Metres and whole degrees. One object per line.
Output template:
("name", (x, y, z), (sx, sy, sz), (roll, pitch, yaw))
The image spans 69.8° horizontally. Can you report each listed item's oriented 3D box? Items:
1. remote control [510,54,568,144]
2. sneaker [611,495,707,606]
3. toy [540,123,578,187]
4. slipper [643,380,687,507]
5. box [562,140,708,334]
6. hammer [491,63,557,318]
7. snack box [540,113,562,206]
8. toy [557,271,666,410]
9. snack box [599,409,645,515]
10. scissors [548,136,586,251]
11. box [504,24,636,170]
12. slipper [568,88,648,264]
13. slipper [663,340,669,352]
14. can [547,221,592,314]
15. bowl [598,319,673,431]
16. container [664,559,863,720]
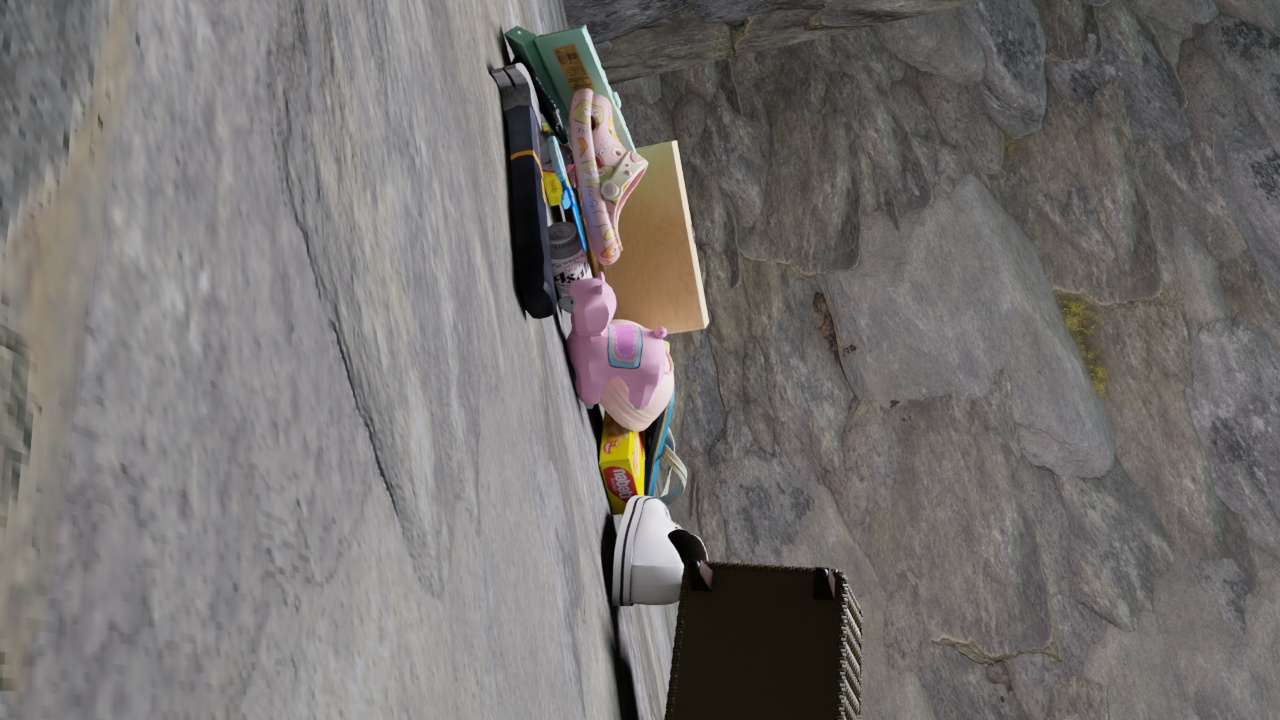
("remote control", (-0.114, -0.289, 1.017), (0.140, 0.021, 0.045), (58, -6, 43))
("sneaker", (0.029, 0.214, 1.047), (0.245, 0.097, 0.091), (-24, 115, -84))
("toy", (-0.111, -0.244, 1.069), (0.102, 0.050, 0.065), (49, -1, -37))
("slipper", (0.031, 0.140, 1.321), (0.118, 0.060, 0.296), (-100, -163, -52))
("box", (-0.031, -0.157, 1.260), (0.253, 0.118, 0.248), (3, -72, 49))
("hammer", (-0.104, -0.161, 0.863), (0.139, 0.035, 0.311), (73, 5, -51))
("snack box", (-0.119, -0.272, 1.219), (0.148, 0.025, 0.061), (-100, 178, -47))
("toy", (-0.032, -0.022, 1.033), (0.067, 0.123, 0.158), (-99, -168, -57))
("snack box", (-0.021, 0.104, 1.218), (0.200, 0.042, 0.092), (-88, 167, -56))
("scissors", (-0.075, -0.176, 0.968), (0.125, 0.013, 0.127), (-92, 163, -70))
("box", (-0.082, -0.302, 1.083), (0.138, 0.055, 0.187), (24, -30, 45))
("slipper", (-0.031, -0.207, 1.017), (0.093, 0.081, 0.197), (31, 51, -87))
("slipper", (-0.003, 0.093, 1.512), (0.099, 0.078, 0.263), (-104, -157, -86))
("can", (-0.080, -0.103, 1.040), (0.044, 0.044, 0.107), (-100, 177, -47))
("bowl", (-0.007, 0.007, 1.168), (0.153, 0.076, 0.152), (47, 24, -28))
("container", (0.112, 0.350, 0.859), (0.205, 0.177, 0.320), (66, 28, -55))
